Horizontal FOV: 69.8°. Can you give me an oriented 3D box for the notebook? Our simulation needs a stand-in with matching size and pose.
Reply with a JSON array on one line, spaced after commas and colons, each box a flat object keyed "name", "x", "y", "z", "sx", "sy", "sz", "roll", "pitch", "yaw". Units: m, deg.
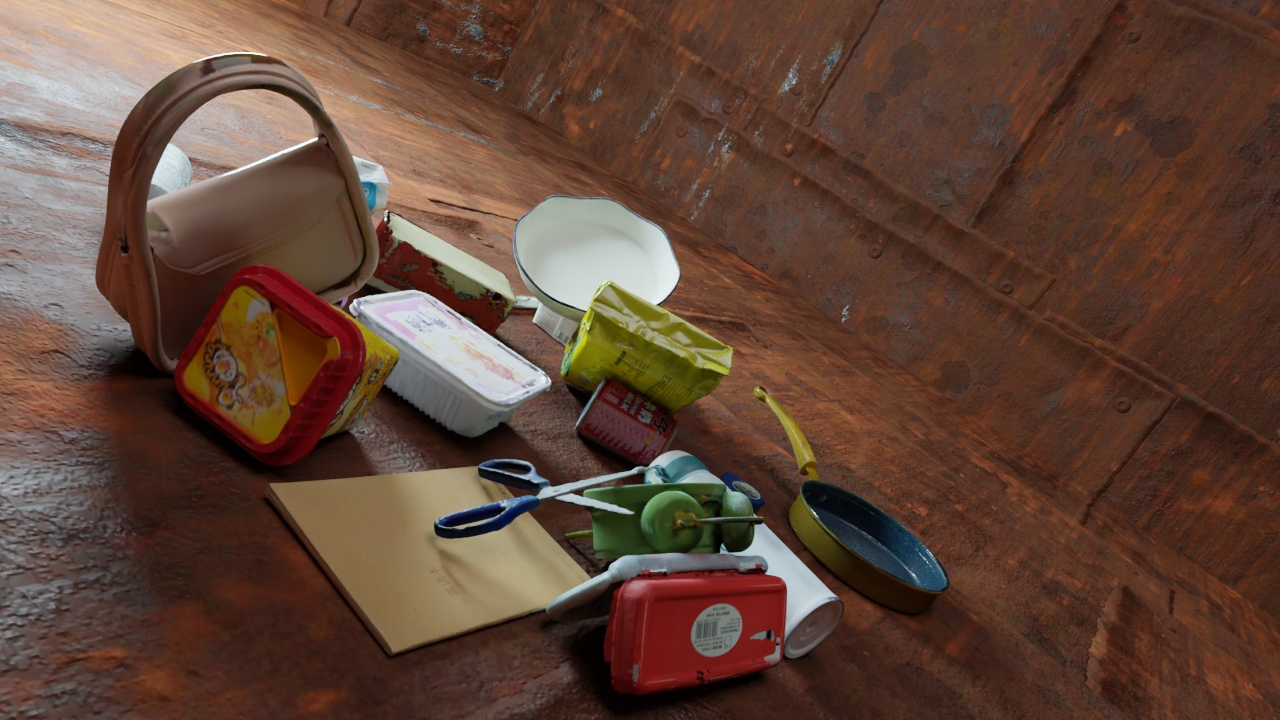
[{"name": "notebook", "x": -0.137, "y": 0.131, "z": 0.649, "sx": 0.149, "sy": 0.012, "sz": 0.211, "roll": 40, "pitch": 18, "yaw": 27}]

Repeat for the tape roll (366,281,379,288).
[{"name": "tape roll", "x": -0.304, "y": -0.105, "z": 1.062, "sx": 0.086, "sy": 0.014, "sz": 0.085, "roll": 28, "pitch": 16, "yaw": -9}]

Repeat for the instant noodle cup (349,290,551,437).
[{"name": "instant noodle cup", "x": -0.183, "y": 0.007, "z": 0.856, "sx": 0.173, "sy": 0.060, "sz": 0.137, "roll": 32, "pitch": 16, "yaw": 9}]

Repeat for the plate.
[{"name": "plate", "x": -0.056, "y": -0.118, "z": 1.114, "sx": 0.204, "sy": 0.046, "sz": 0.204, "roll": 9, "pitch": 49, "yaw": -11}]

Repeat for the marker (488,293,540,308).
[{"name": "marker", "x": -0.161, "y": -0.080, "z": 1.243, "sx": 0.017, "sy": 0.017, "sz": 0.145, "roll": 37, "pitch": 17, "yaw": 22}]

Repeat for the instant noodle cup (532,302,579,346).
[{"name": "instant noodle cup", "x": -0.072, "y": -0.084, "z": 1.220, "sx": 0.116, "sy": 0.124, "sz": 0.116, "roll": 37, "pitch": 16, "yaw": 20}]

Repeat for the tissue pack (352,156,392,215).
[{"name": "tissue pack", "x": -0.349, "y": -0.179, "z": 1.006, "sx": 0.089, "sy": 0.140, "sz": 0.063, "roll": 11, "pitch": 65, "yaw": -49}]

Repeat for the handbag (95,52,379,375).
[{"name": "handbag", "x": -0.282, "y": -0.110, "z": 0.639, "sx": 0.192, "sy": 0.235, "sz": 0.093, "roll": -36, "pitch": 75, "yaw": -31}]

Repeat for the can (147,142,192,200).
[{"name": "can", "x": -0.460, "y": -0.162, "z": 0.866, "sx": 0.058, "sy": 0.058, "sz": 0.146, "roll": 22, "pitch": 18, "yaw": -30}]

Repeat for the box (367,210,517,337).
[{"name": "box", "x": -0.222, "y": -0.100, "z": 1.037, "sx": 0.168, "sy": 0.077, "sz": 0.091, "roll": 29, "pitch": 18, "yaw": -32}]

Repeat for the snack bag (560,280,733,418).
[{"name": "snack bag", "x": -0.006, "y": 0.006, "z": 1.008, "sx": 0.158, "sy": 0.068, "sz": 0.247, "roll": 29, "pitch": -19, "yaw": -4}]

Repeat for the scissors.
[{"name": "scissors", "x": -0.076, "y": 0.098, "z": 0.687, "sx": 0.173, "sy": 0.012, "sz": 0.162, "roll": -13, "pitch": 16, "yaw": -26}]

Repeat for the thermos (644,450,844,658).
[{"name": "thermos", "x": 0.083, "y": 0.166, "z": 0.839, "sx": 0.073, "sy": 0.073, "sz": 0.224, "roll": 14, "pitch": 22, "yaw": -46}]

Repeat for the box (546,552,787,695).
[{"name": "box", "x": 0.022, "y": 0.185, "z": 0.682, "sx": 0.098, "sy": 0.095, "sz": 0.201, "roll": 0, "pitch": -9, "yaw": 38}]

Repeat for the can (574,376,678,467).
[{"name": "can", "x": -0.014, "y": 0.067, "z": 0.966, "sx": 0.094, "sy": 0.067, "sz": 0.066, "roll": 30, "pitch": 16, "yaw": -3}]

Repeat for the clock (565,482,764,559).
[{"name": "clock", "x": 0.025, "y": 0.127, "z": 0.730, "sx": 0.116, "sy": 0.056, "sz": 0.162, "roll": 6, "pitch": -14, "yaw": -42}]

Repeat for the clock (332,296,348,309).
[{"name": "clock", "x": -0.325, "y": -0.067, "z": 0.820, "sx": 0.117, "sy": 0.060, "sz": 0.158, "roll": 28, "pitch": 14, "yaw": -10}]

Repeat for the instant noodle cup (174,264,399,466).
[{"name": "instant noodle cup", "x": -0.247, "y": 0.004, "z": 0.670, "sx": 0.116, "sy": 0.116, "sz": 0.123, "roll": 34, "pitch": 4, "yaw": 8}]

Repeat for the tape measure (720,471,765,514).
[{"name": "tape measure", "x": 0.107, "y": 0.150, "z": 1.010, "sx": 0.058, "sy": 0.025, "sz": 0.054, "roll": 30, "pitch": 17, "yaw": 13}]

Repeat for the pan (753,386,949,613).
[{"name": "pan", "x": 0.231, "y": 0.157, "z": 1.117, "sx": 0.197, "sy": 0.078, "sz": 0.357, "roll": 16, "pitch": 21, "yaw": -43}]
